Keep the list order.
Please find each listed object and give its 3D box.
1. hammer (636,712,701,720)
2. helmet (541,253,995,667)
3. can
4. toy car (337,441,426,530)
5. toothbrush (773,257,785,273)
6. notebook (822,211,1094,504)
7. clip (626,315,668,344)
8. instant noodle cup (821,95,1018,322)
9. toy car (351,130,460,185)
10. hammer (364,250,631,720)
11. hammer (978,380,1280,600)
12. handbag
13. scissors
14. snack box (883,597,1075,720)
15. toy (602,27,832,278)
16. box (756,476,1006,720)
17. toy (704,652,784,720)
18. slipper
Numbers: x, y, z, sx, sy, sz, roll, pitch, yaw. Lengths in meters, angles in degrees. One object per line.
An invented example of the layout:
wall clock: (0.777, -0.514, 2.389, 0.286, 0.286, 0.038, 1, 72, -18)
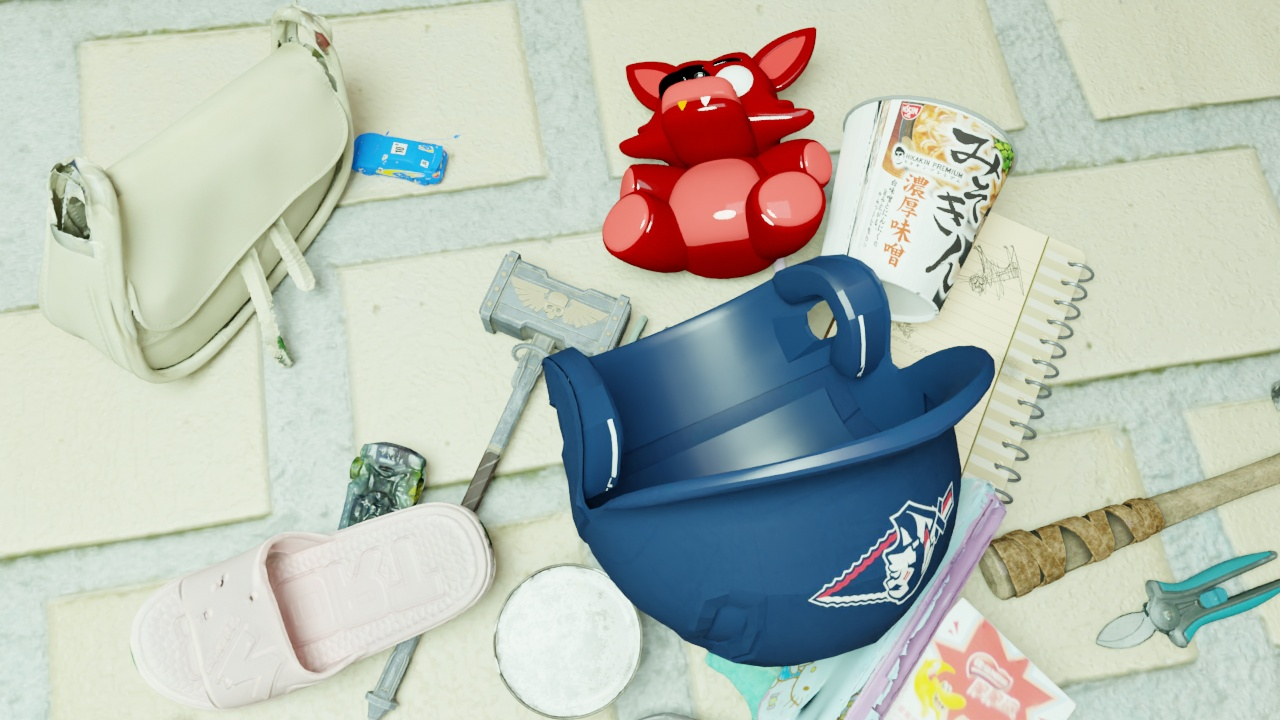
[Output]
hammer: (-0.034, 0.367, 0.541, 0.119, 0.031, 0.330, 25, 78, 24)
helmet: (0.080, 0.062, 0.525, 0.231, 0.273, 0.223, -21, 85, -25)
can: (-0.045, 0.177, 0.581, 0.090, 0.075, 0.089, 1, 73, -3)
toy car: (-0.176, 0.107, 0.615, 0.048, 0.033, 0.105, 15, 85, 3)
toothbrush: (0.103, -0.103, 0.709, 0.022, 0.015, 0.154, 5, 69, -39)
notebook: (0.232, -0.018, 0.688, 0.167, 0.024, 0.225, 26, 73, 6)
clip: (-0.005, 0.004, 0.666, 0.044, 0.023, 0.076, 28, 75, 3)
instant noodle cup: (0.184, -0.099, 0.645, 0.123, 0.124, 0.121, 20, 81, 2)
toy car: (-0.176, -0.161, 0.684, 0.092, 0.062, 0.033, 10, 72, -1)
hammer: (-0.110, 0.086, 0.625, 0.098, 0.044, 0.321, 22, 75, 3)
hammer: (0.390, 0.102, 0.652, 0.318, 0.049, 0.121, -17, 77, -8)
handbag: (-0.267, -0.098, 0.606, 0.132, 0.184, 0.228, 30, 56, 3)
scissors: (0.385, 0.164, 0.644, 0.136, 0.019, 0.137, 19, 73, 5)
snack box: (0.196, 0.217, 0.581, 0.093, 0.080, 0.094, 44, 74, 9)
toy: (0.056, -0.156, 0.672, 0.159, 0.120, 0.197, -7, 67, 20)
box: (0.154, 0.156, 0.580, 0.033, 0.076, 0.213, 49, 62, -10)
toy: (0.077, 0.242, 0.592, 0.085, 0.033, 0.105, 7, 73, 10)
slipper: (-0.208, 0.153, 0.563, 0.239, 0.064, 0.094, -19, 79, 3)
